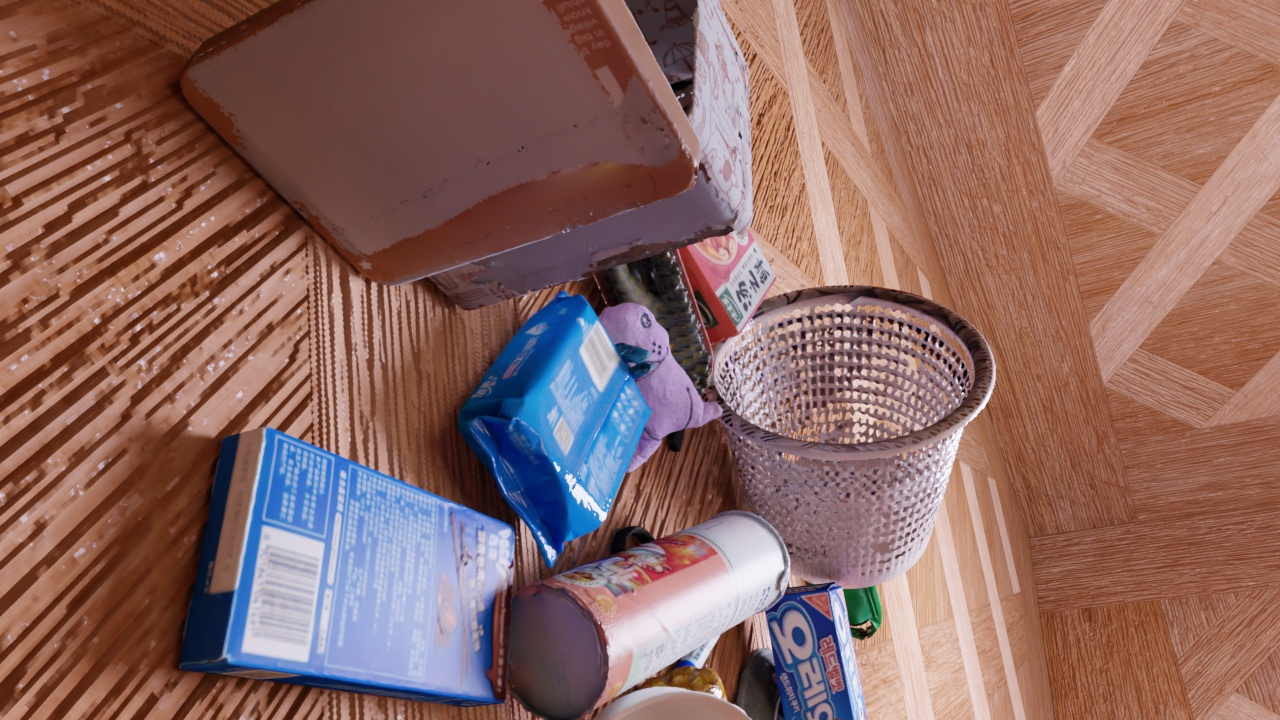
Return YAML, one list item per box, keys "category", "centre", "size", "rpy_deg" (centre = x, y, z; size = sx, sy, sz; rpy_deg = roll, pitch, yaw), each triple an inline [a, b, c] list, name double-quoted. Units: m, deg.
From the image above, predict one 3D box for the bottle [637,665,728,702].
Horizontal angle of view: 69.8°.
- category: "bottle"
  centre: [0.045, 0.280, 0.561]
  size: [0.057, 0.058, 0.175]
  rpy_deg: [-23, 97, -65]

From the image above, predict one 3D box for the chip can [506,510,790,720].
- category: "chip can"
  centre: [0.012, 0.139, 0.529]
  size: [0.214, 0.071, 0.071]
  rpy_deg: [-3, 79, -58]

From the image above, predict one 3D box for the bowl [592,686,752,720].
- category: "bowl"
  centre: [0.006, 0.220, 0.490]
  size: [0.118, 0.118, 0.065]
  rpy_deg: [70, -14, -12]

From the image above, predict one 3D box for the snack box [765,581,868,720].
- category: "snack box"
  centre: [0.144, 0.281, 0.713]
  size: [0.057, 0.058, 0.207]
  rpy_deg: [21, 58, -65]

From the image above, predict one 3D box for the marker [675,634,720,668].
- category: "marker"
  centre: [0.048, 0.199, 0.663]
  size: [0.145, 0.017, 0.017]
  rpy_deg: [-33, 107, -64]

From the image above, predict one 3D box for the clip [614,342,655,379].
- category: "clip"
  centre: [-0.004, 0.001, 0.569]
  size: [0.049, 0.015, 0.057]
  rpy_deg: [59, -14, -11]

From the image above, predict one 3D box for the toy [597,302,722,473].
- category: "toy"
  centre: [-0.001, 0.013, 0.619]
  size: [0.083, 0.039, 0.108]
  rpy_deg: [-34, 108, -17]

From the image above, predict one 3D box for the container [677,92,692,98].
- category: "container"
  centre: [-0.001, -0.190, 0.691]
  size: [0.114, 0.090, 0.090]
  rpy_deg: [67, 27, -24]

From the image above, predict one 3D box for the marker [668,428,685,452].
- category: "marker"
  centre: [0.035, 0.021, 0.735]
  size: [0.018, 0.015, 0.123]
  rpy_deg: [55, 34, -40]

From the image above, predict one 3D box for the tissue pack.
- category: "tissue pack"
  centre: [-0.047, 0.032, 0.512]
  size: [0.095, 0.052, 0.156]
  rpy_deg: [62, 28, -22]

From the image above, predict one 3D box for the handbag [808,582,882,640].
- category: "handbag"
  centre: [0.225, 0.210, 0.963]
  size: [0.120, 0.068, 0.131]
  rpy_deg: [60, 29, -32]

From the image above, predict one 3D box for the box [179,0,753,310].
- category: "box"
  centre: [-0.065, -0.130, 0.418]
  size: [0.193, 0.183, 0.156]
  rpy_deg: [51, 34, -47]

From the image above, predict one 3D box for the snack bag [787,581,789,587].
- category: "snack bag"
  centre: [0.152, 0.250, 0.838]
  size: [0.104, 0.026, 0.048]
  rpy_deg: [58, 24, -32]

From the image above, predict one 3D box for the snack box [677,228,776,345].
- category: "snack box"
  centre: [0.050, -0.078, 0.741]
  size: [0.113, 0.044, 0.126]
  rpy_deg: [57, 38, -16]

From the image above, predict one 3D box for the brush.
- category: "brush"
  centre: [0.011, -0.034, 0.668]
  size: [0.069, 0.063, 0.146]
  rpy_deg: [-123, -170, -72]

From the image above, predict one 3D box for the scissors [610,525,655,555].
- category: "scissors"
  centre: [0.023, 0.154, 0.642]
  size: [0.159, 0.014, 0.170]
  rpy_deg: [58, 29, -36]

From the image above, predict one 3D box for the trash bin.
- category: "trash bin"
  centre: [0.168, 0.073, 0.768]
  size: [0.226, 0.228, 0.192]
  rpy_deg: [-69, 156, -51]

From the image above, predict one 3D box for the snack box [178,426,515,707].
- category: "snack box"
  centre: [-0.109, 0.093, 0.380]
  size: [0.157, 0.026, 0.084]
  rpy_deg: [39, 43, -52]

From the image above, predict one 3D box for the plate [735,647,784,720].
- category: "plate"
  centre: [0.118, 0.321, 0.733]
  size: [0.179, 0.024, 0.179]
  rpy_deg: [40, 42, -51]
